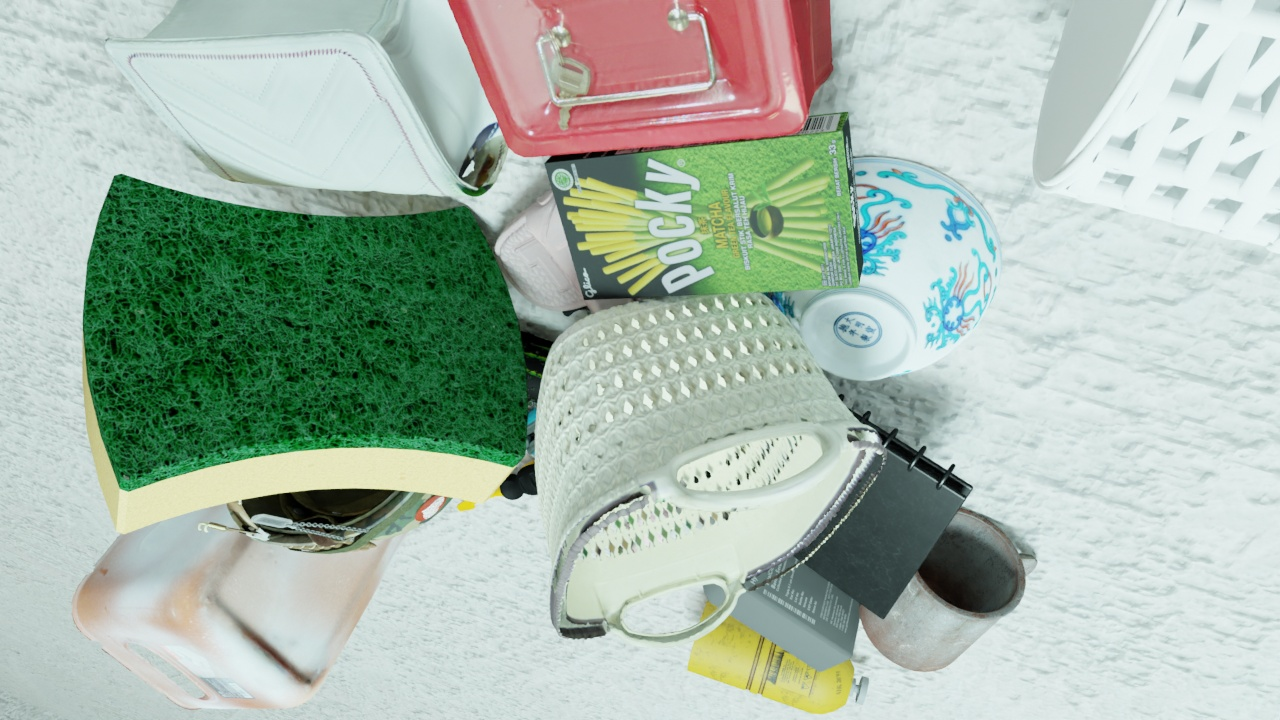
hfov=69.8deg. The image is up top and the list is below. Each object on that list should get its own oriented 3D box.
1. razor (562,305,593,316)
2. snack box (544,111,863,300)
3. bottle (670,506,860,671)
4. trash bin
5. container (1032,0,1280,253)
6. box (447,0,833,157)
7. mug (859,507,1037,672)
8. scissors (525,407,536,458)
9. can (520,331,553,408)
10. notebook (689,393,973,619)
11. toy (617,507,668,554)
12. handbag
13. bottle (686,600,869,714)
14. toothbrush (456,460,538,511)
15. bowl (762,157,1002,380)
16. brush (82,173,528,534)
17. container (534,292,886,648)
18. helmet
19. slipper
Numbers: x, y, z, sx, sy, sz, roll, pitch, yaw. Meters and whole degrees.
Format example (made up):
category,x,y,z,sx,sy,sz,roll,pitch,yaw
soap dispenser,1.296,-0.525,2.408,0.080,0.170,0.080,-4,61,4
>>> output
category,x,y,z,sx,sy,sz,roll,pitch,yaw
razor,-0.004,0.004,0.671,0.042,0.022,0.144,-28,101,43
snack box,0.033,-0.074,0.463,0.148,0.025,0.080,-1,124,22
bottle,0.101,0.176,0.764,0.174,0.083,0.046,33,138,-6
trash bin,-0.346,0.174,0.857,0.158,0.258,0.181,-11,127,29
container,0.258,-0.121,0.301,0.187,0.188,0.190,18,138,11
box,0.006,-0.175,0.431,0.158,0.117,0.136,2,131,20
mug,0.240,0.174,0.702,0.123,0.096,0.110,-3,146,-15
scissors,-0.083,0.060,0.785,0.151,0.019,0.130,15,137,11
can,-0.078,0.009,0.703,0.138,0.053,0.054,19,138,7
notebook,0.100,0.070,0.650,0.231,0.019,0.169,34,142,21
toy,0.030,0.163,0.811,0.096,0.052,0.099,12,142,-3
handbag,-0.189,-0.166,0.553,0.199,0.096,0.142,7,150,20
bottle,0.132,0.288,0.871,0.164,0.070,0.071,16,138,11
toothbrush,-0.119,0.118,0.854,0.197,0.030,0.031,-26,97,44
bowl,0.132,-0.036,0.536,0.144,0.074,0.144,14,137,13
brush,-0.204,-0.006,0.575,0.249,0.194,0.075,0,150,-31
container,0.022,0.069,0.548,0.184,0.143,0.252,-14,151,-16
helmet,-0.239,0.053,0.716,0.225,0.192,0.236,0,161,44
slipper,-0.027,-0.068,0.556,0.240,0.064,0.094,-12,121,52
